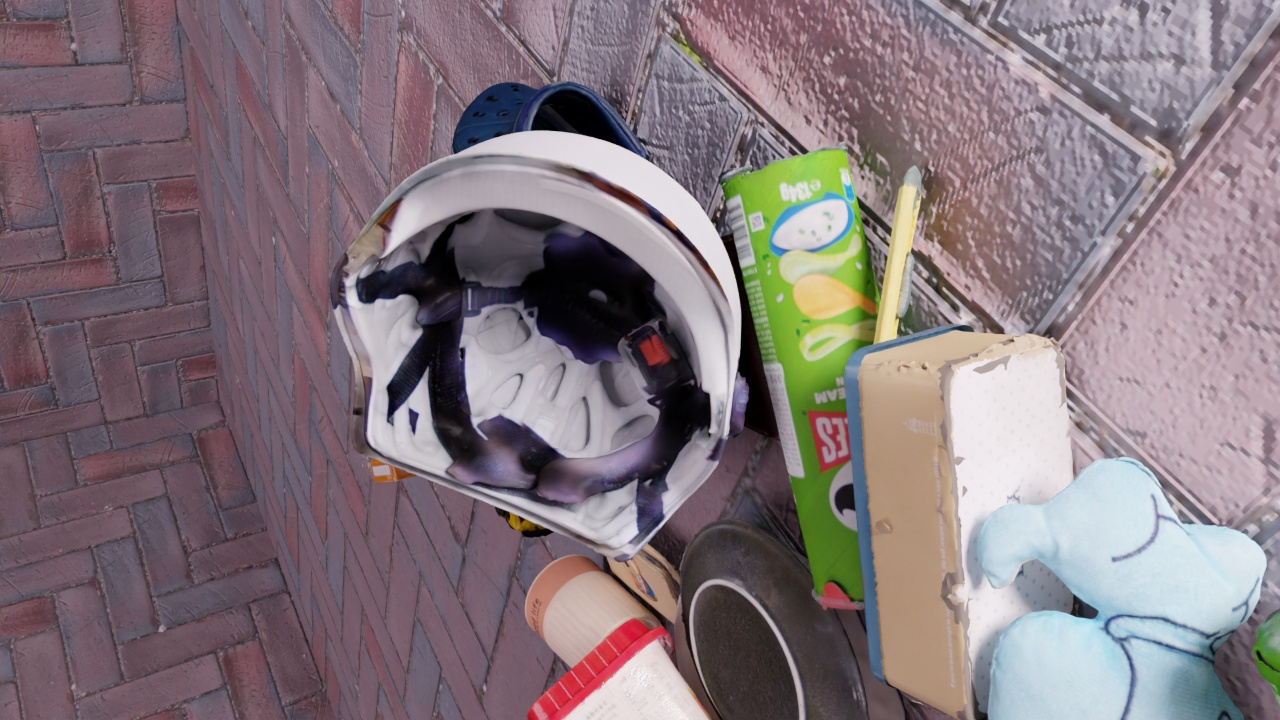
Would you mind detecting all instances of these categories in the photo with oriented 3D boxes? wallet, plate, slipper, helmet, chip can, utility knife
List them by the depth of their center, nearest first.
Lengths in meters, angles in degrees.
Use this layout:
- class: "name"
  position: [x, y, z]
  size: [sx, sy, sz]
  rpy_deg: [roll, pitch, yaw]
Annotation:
- class: "chip can"
  position: [0.268, 0.183, 0.291]
  size: [0.073, 0.072, 0.221]
  rpy_deg: [-24, 82, 59]
- class: "utility knife"
  position: [0.118, -0.015, 0.444]
  size: [0.018, 0.031, 0.167]
  rpy_deg: [14, 91, 26]
- class: "chip can"
  position: [0.101, 0.009, 0.489]
  size: [0.072, 0.072, 0.236]
  rpy_deg: [-12, 92, 59]
- class: "helmet"
  position: [-0.043, -0.025, 0.531]
  size: [0.229, 0.145, 0.259]
  rpy_deg: [18, 128, 5]
- class: "wallet"
  position: [0.062, -0.015, 0.564]
  size: [0.096, 0.020, 0.122]
  rpy_deg: [-163, 59, -85]
- class: "plate"
  position: [0.071, 0.188, 0.574]
  size: [0.179, 0.024, 0.180]
  rpy_deg: [29, 126, 50]
- class: "plate"
  position: [0.089, 0.221, 0.624]
  size: [0.205, 0.045, 0.205]
  rpy_deg: [30, 127, 51]
- class: "slipper"
  position: [-0.060, -0.145, 0.655]
  size: [0.253, 0.105, 0.095]
  rpy_deg: [44, 144, 38]
- class: "wallet"
  position: [0.001, 0.169, 0.747]
  size: [0.115, 0.024, 0.087]
  rpy_deg: [28, 144, 53]

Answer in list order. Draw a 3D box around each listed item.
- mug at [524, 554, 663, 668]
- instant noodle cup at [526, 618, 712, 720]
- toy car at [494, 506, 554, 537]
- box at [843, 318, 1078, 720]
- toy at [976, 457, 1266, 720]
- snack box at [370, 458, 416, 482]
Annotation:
- class: "mug"
  position: [-0.034, 0.242, 0.811]
  size: [0.106, 0.081, 0.114]
  rpy_deg: [27, 151, 50]
- class: "instant noodle cup"
  position: [0.003, 0.258, 0.618]
  size: [0.124, 0.116, 0.116]
  rpy_deg: [45, 166, 24]
- class: "toy car"
  position: [-0.102, 0.089, 0.853]
  size: [0.041, 0.071, 0.156]
  rpy_deg: [21, 119, 56]
- class: "box"
  position: [0.149, 0.066, 0.422]
  size: [0.062, 0.089, 0.184]
  rpy_deg: [5, 104, 58]
- class: "toy"
  position: [0.195, 0.131, 0.377]
  size: [0.161, 0.049, 0.156]
  rpy_deg: [34, 107, 3]
- class: "snack box"
  position: [-0.179, 0.088, 0.899]
  size: [0.075, 0.153, 0.026]
  rpy_deg: [-13, 90, 60]
